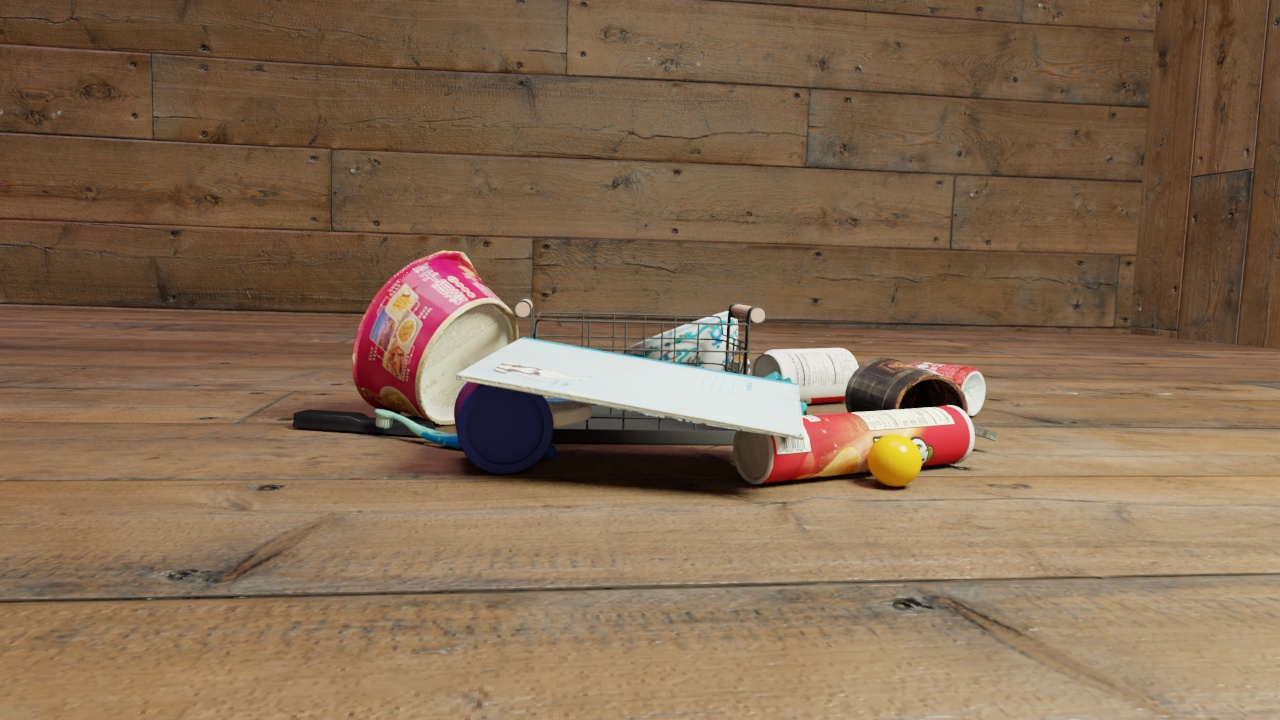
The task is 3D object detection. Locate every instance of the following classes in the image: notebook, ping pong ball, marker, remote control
[{"bbox_3d":[0.002,0.017,0.735,0.253,0.009,0.181,9,11,6],"label":"notebook"},{"bbox_3d":[0.196,0.077,0.708,0.040,0.040,0.040,2,6,0],"label":"ping pong ball"},{"bbox_3d":[-0.117,0.071,0.831,0.013,0.013,0.142,-2,7,-36],"label":"marker"},{"bbox_3d":[-0.266,0.060,0.884,0.136,0.015,0.032,3,6,12],"label":"remote control"}]

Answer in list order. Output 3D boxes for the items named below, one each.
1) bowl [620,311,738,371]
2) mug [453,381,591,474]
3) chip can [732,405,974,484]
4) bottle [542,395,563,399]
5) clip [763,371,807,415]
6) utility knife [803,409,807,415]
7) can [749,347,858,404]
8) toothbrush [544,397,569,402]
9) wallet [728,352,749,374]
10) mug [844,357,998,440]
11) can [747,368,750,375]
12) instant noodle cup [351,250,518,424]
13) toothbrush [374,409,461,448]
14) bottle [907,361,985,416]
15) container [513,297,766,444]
[{"bbox_3d":[0.057,0.001,1.083,0.144,0.074,0.144,-20,-3,-1],"label":"bowl"},{"bbox_3d":[-0.094,0.046,0.748,0.112,0.075,0.076,-4,7,-12],"label":"mug"},{"bbox_3d":[0.178,0.067,0.751,0.214,0.052,0.052,-1,6,-29],"label":"chip can"},{"bbox_3d":[-0.087,0.029,1.122,0.043,0.043,0.110,6,8,40],"label":"bottle"},{"bbox_3d":[0.151,0.059,0.900,0.031,0.121,0.130,-32,-24,12],"label":"clip"},{"bbox_3d":[0.115,0.055,1.074,0.165,0.017,0.030,1,-5,26],"label":"utility knife"},{"bbox_3d":[0.208,0.020,1.158,0.132,0.070,0.070,-2,7,-33],"label":"can"},{"bbox_3d":[-0.123,0.048,1.053,0.168,0.014,0.014,5,-6,3],"label":"toothbrush"},{"bbox_3d":[0.070,0.022,1.141,0.123,0.072,0.019,3,-34,25],"label":"wallet"},{"bbox_3d":[0.274,0.048,0.895,0.115,0.080,0.107,18,4,-11],"label":"mug"},{"bbox_3d":[0.116,0.021,1.203,0.055,0.055,0.101,2,6,1],"label":"can"},{"bbox_3d":[-0.197,-0.011,0.932,0.078,0.179,0.178,29,18,27],"label":"instant noodle cup"},{"bbox_3d":[-0.191,0.066,0.830,0.135,0.017,0.022,13,9,27],"label":"toothbrush"},{"bbox_3d":[0.347,0.032,1.130,0.061,0.062,0.138,-3,6,-41],"label":"bottle"},{"bbox_3d":[-0.005,0.005,0.928,0.241,0.130,0.163,1,6,-6],"label":"container"}]
